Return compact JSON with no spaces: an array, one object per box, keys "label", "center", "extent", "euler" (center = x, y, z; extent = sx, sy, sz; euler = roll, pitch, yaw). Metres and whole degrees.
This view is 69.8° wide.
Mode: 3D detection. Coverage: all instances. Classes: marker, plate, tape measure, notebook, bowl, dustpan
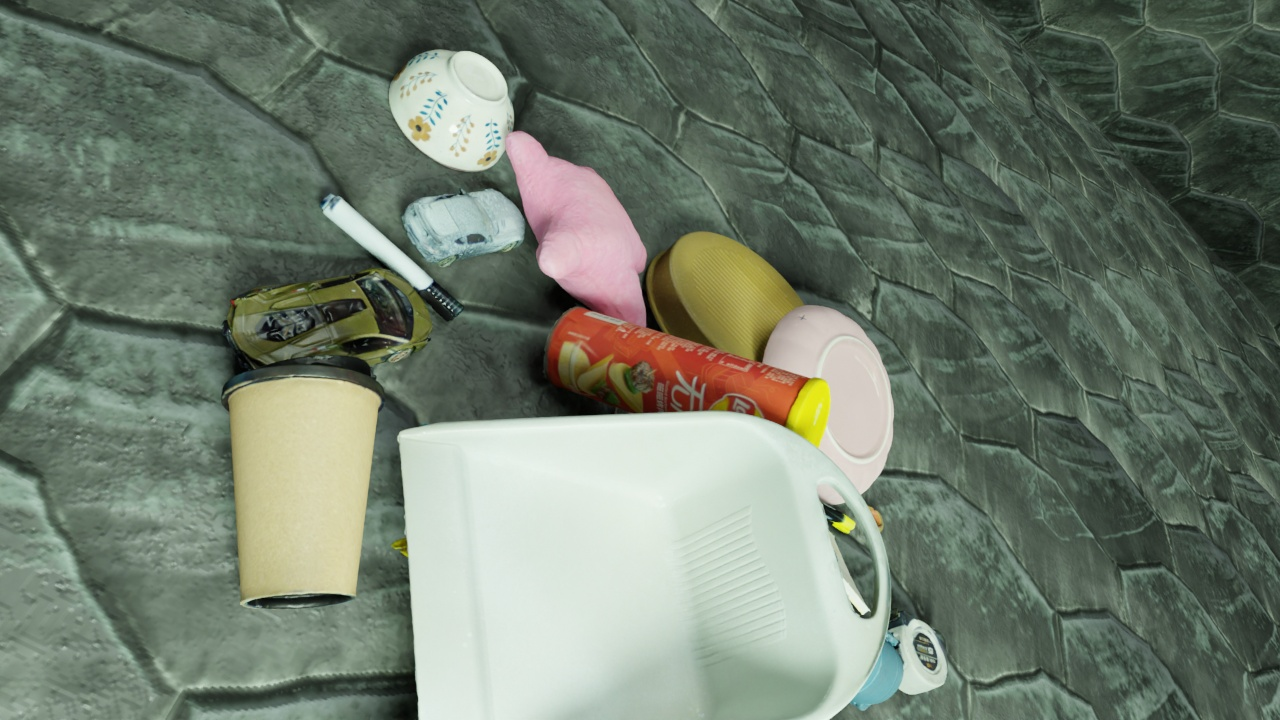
[{"label":"marker","center":[-0.188,-0.077,0.695],"extent":[0.130,0.018,0.022],"euler":[42,22,-14]},{"label":"plate","center":[0.188,0.039,0.868],"extent":[0.192,0.039,0.192],"euler":[11,73,-42]},{"label":"marker","center":[0.177,0.144,0.854],"extent":[0.124,0.018,0.015],"euler":[35,72,-57]},{"label":"tape measure","center":[0.254,0.275,0.855],"extent":[0.065,0.034,0.065],"euler":[35,41,-18]},{"label":"notebook","center":[0.131,0.123,0.778],"extent":[0.146,0.010,0.206],"euler":[52,6,0]},{"label":"bowl","center":[-0.156,-0.229,0.803],"extent":[0.113,0.062,0.113],"euler":[23,50,-30]},{"label":"dustpan","center":[0.013,0.124,0.544],"extent":[0.257,0.143,0.222],"euler":[12,54,-38]}]

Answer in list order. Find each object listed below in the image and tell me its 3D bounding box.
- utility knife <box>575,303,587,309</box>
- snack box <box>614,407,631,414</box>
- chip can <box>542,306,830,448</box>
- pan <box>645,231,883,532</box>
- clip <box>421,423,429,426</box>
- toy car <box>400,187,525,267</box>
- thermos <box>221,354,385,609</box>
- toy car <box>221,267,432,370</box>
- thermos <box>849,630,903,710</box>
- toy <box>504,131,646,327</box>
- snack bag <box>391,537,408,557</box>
[{"label":"utility knife","center":[-0.005,0.005,0.788],"extent":[0.160,0.013,0.029],"euler":[47,20,19]},{"label":"snack box","center":[0.010,0.103,0.749],"extent":[0.084,0.027,0.156],"euler":[33,44,-23]},{"label":"chip can","center":[0.031,0.018,0.698],"extent":[0.217,0.073,0.073],"euler":[19,31,26]},{"label":"pan","center":[0.140,0.024,0.916],"extent":[0.357,0.078,0.197],"euler":[47,37,3]},{"label":"clip","center":[-0.135,0.061,0.645],"extent":[0.057,0.046,0.014],"euler":[30,43,-31]},{"label":"toy car","center":[-0.141,-0.113,0.755],"extent":[0.120,0.037,0.054],"euler":[-22,78,-52]},{"label":"thermos","center":[-0.196,0.068,0.535],"extent":[0.093,0.093,0.143],"euler":[11,63,-39]},{"label":"toy car","center":[-0.206,-0.026,0.626],"extent":[0.157,0.042,0.070],"euler":[-23,79,-52]},{"label":"thermos","center":[0.132,0.216,0.737],"extent":[0.220,0.070,0.070],"euler":[36,42,-31]},{"label":"toy","center":[-0.041,-0.103,0.810],"extent":[0.178,0.075,0.194],"euler":[20,44,-53]},{"label":"snack bag","center":[-0.041,0.184,0.610],"extent":[0.246,0.068,0.157],"euler":[54,40,1]}]
